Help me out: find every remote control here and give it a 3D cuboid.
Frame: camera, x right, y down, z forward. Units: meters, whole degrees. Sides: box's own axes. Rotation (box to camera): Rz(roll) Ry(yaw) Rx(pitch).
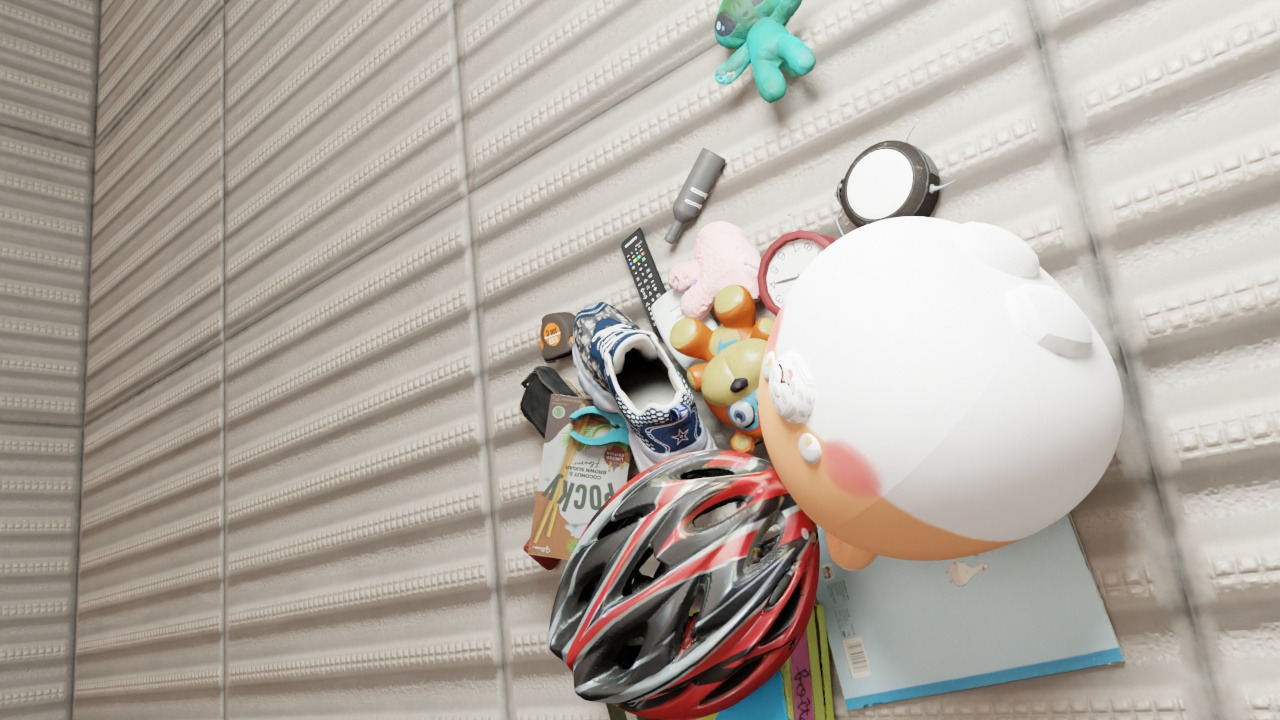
[{"bbox_3d":[0.011,-0.093,1.087,0.033,0.015,0.146,-37,60,32],"label":"remote control"},{"bbox_3d":[0.057,-0.029,1.017,0.060,0.028,0.114,-35,66,11],"label":"remote control"}]

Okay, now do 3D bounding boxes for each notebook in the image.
[{"bbox_3d":[0.266,0.199,0.814,0.254,0.009,0.181,-27,66,36],"label":"notebook"}]

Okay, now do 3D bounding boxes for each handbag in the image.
[{"bbox_3d":[-0.111,0.065,1.149,0.128,0.054,0.079,46,117,34],"label":"handbag"}]

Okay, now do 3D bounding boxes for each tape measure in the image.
[{"bbox_3d":[-0.113,0.226,1.128,0.019,0.059,0.051,30,73,41],"label":"tape measure"},{"bbox_3d":[-0.100,-0.032,1.165,0.058,0.038,0.058,-20,84,39],"label":"tape measure"}]

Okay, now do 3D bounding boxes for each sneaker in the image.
[{"bbox_3d":[-0.006,0.006,0.977,0.103,0.132,0.269,-24,48,-11],"label":"sneaker"}]

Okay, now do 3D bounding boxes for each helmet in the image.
[{"bbox_3d":[0.036,0.199,0.829,0.272,0.166,0.217,-49,57,11],"label":"helmet"}]

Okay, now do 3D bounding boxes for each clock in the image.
[{"bbox_3d":[0.232,-0.161,0.877,0.123,0.043,0.091,-38,60,32],"label":"clock"},{"bbox_3d":[0.173,-0.074,0.908,0.096,0.048,0.137,-49,63,25],"label":"clock"}]

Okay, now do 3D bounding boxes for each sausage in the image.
[{"bbox_3d":[0.097,0.214,0.957,0.156,0.020,0.020,-33,62,34],"label":"sausage"}]

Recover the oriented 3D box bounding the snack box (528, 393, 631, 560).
[{"bbox_3d":[-0.066,0.138,1.069,0.101,0.031,0.186,8,88,2],"label":"snack box"}]

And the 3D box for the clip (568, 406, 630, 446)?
[{"bbox_3d":[-0.021,0.066,1.041,0.120,0.027,0.103,0,80,2],"label":"clip"}]

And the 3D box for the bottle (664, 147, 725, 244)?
[{"bbox_3d":[0.058,-0.185,1.049,0.030,0.030,0.113,41,110,38],"label":"bottle"}]

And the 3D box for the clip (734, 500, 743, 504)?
[{"bbox_3d":[0.114,0.137,0.960,0.045,0.014,0.051,3,88,45],"label":"clip"}]

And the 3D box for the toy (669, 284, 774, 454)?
[{"bbox_3d":[0.109,0.016,0.931,0.112,0.096,0.176,-37,83,19],"label":"toy"}]

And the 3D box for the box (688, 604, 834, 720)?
[{"bbox_3d":[0.118,0.348,0.878,0.125,0.079,0.220,-17,75,44],"label":"box"}]

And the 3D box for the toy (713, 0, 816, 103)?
[{"bbox_3d":[0.132,-0.352,0.988,0.131,0.072,0.193,-41,49,28],"label":"toy"}]

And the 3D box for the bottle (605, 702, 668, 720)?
[{"bbox_3d":[-0.014,0.332,1.005,0.072,0.071,0.206,-37,60,32],"label":"bottle"}]

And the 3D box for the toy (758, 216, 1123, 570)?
[{"bbox_3d":[0.213,0.030,0.720,0.282,0.265,0.262,-56,40,37],"label":"toy"}]

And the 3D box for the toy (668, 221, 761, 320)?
[{"bbox_3d":[0.081,-0.093,0.989,0.105,0.053,0.108,-31,66,15],"label":"toy"}]
